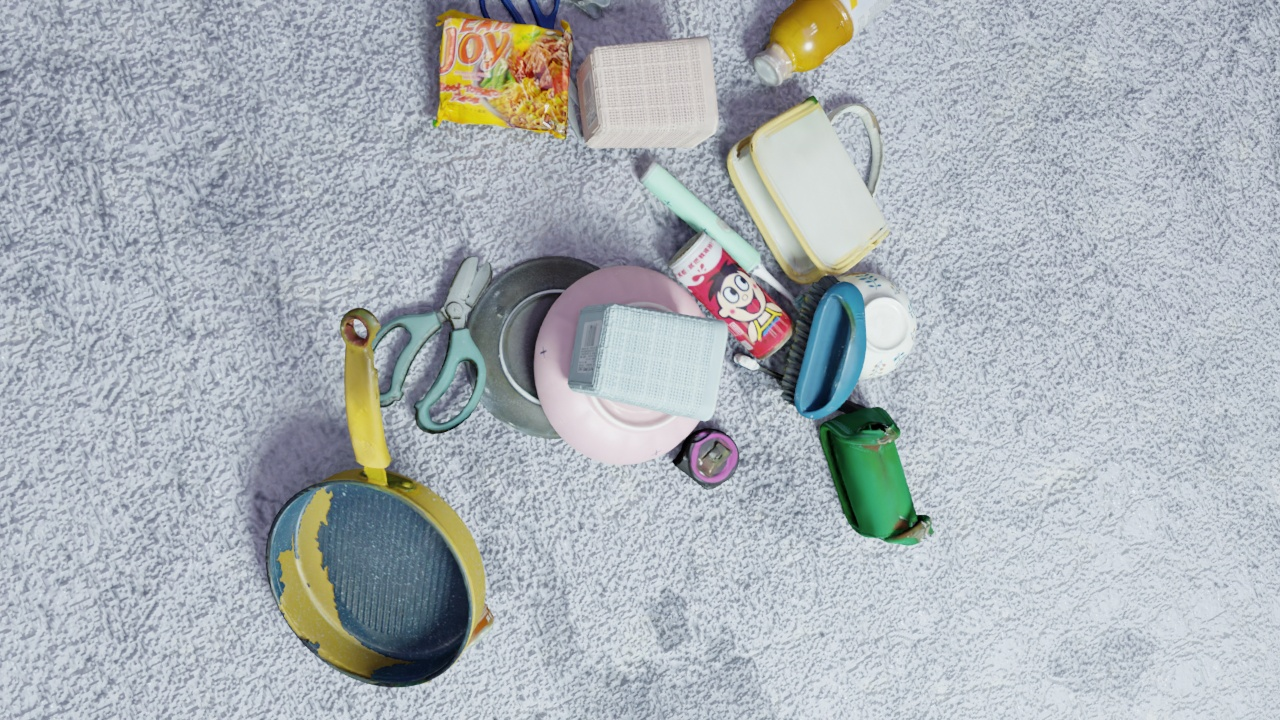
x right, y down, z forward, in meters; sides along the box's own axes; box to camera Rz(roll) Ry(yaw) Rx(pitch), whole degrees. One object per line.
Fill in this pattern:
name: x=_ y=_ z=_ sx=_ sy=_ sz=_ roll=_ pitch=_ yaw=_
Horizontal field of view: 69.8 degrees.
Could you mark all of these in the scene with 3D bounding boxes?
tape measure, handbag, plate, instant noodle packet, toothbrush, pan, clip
tape measure: x=0.069 y=0.096 z=0.911 sx=0.057 sy=0.039 sz=0.057 roll=41 pitch=82 yaw=-11
handbag: x=0.189 y=-0.183 z=0.934 sx=0.178 sy=0.063 sz=0.163 roll=-36 pitch=99 yaw=-26
plate: x=-0.079 y=-0.012 z=0.882 sx=0.179 sy=0.024 sz=0.179 roll=0 pitch=91 yaw=-13
instant noodle packet: x=-0.128 y=-0.266 z=0.851 sx=0.128 sy=0.044 sz=0.111 roll=4 pitch=95 yaw=-8
toothbrush: x=0.177 y=0.031 z=0.949 sx=0.181 sy=0.018 sz=0.015 roll=23 pitch=89 yaw=-14
plate: x=-0.005 y=0.005 z=0.872 sx=0.192 sy=0.039 sz=0.192 roll=-1 pitch=92 yaw=-26
toothbrush: x=0.089 y=-0.117 z=0.919 sx=0.224 sy=0.027 sz=0.026 roll=40 pitch=40 yaw=-11
handbag: x=0.238 y=0.114 z=0.911 sx=0.068 sy=0.120 sz=0.131 roll=-18 pitch=97 yaw=-7
pan: x=-0.220 y=0.119 z=0.748 sx=0.198 sy=0.078 sz=0.358 roll=14 pitch=111 yaw=11
clip: x=-0.058 y=-0.351 z=0.881 sx=0.057 sy=0.032 sz=0.025 roll=21 pitch=63 yaw=-20

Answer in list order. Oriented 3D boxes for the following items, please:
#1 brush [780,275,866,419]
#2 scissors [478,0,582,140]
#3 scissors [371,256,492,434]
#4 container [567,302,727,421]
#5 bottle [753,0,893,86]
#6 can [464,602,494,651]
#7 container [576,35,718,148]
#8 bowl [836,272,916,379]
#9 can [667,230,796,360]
brush: x=0.183 y=-0.007 z=0.885 sx=0.055 sy=0.073 sz=0.144 roll=-4 pitch=116 yaw=-31
scissors: x=-0.081 y=-0.301 z=0.885 sx=0.172 sy=0.012 sz=0.132 roll=33 pitch=83 yaw=-14
scissors: x=-0.197 y=-0.026 z=0.851 sx=0.143 sy=0.019 sz=0.180 roll=16 pitch=88 yaw=-3
container: x=0.003 y=-0.001 z=0.805 sx=0.111 sy=0.090 sz=0.090 roll=10 pitch=87 yaw=-23
bottle: x=0.191 y=-0.349 z=0.919 sx=0.189 sy=0.068 sz=0.068 roll=-44 pitch=100 yaw=-9
can: x=-0.194 y=0.195 z=0.840 sx=0.058 sy=0.058 sz=0.147 roll=-32 pitch=97 yaw=-11
container: x=0.003 y=-0.248 z=0.863 sx=0.110 sy=0.090 sz=0.090 roll=-8 pitch=93 yaw=-15
bowl: x=0.236 y=-0.035 z=0.938 sx=0.113 sy=0.062 sz=0.113 roll=0 pitch=92 yaw=-14
can: x=0.090 y=-0.064 z=0.906 sx=0.133 sy=0.053 sz=0.053 roll=44 pitch=81 yaw=-10
